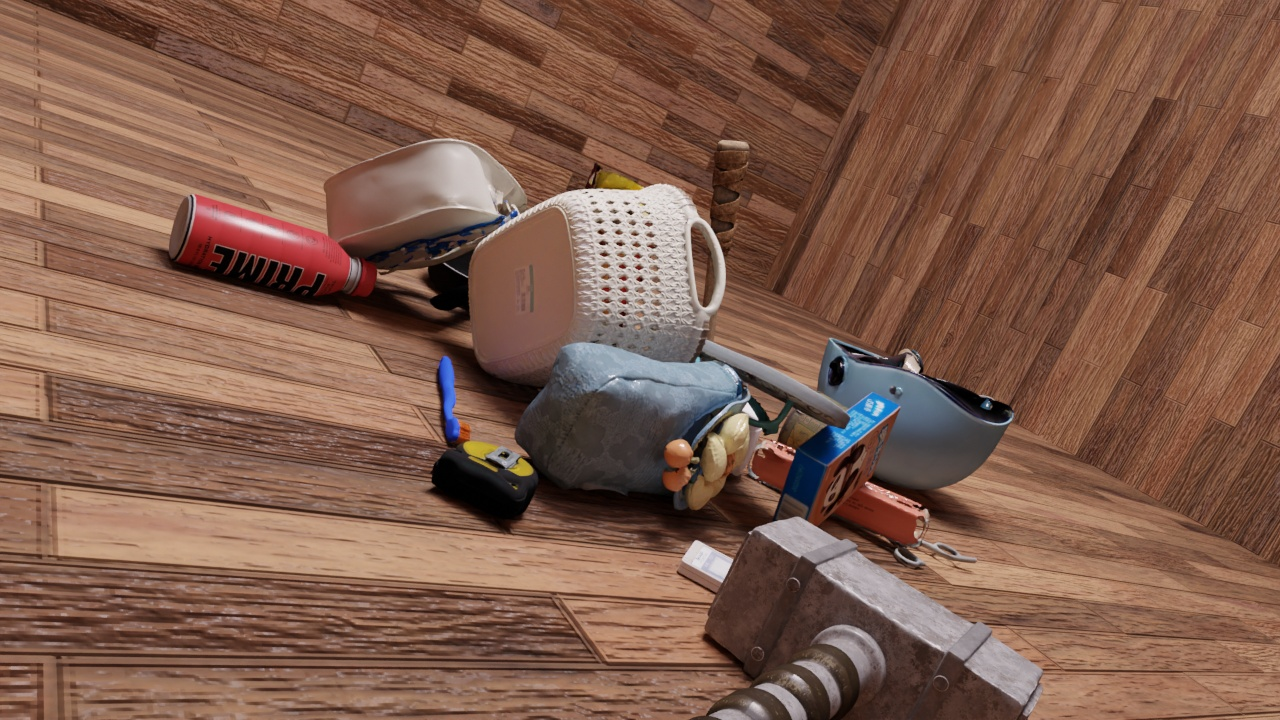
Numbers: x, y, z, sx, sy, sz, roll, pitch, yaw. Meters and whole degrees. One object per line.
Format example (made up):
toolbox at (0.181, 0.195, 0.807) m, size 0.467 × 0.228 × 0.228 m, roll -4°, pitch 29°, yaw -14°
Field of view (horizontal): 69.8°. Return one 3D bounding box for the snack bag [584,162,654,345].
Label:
snack bag at (-0.045, -0.096, 0.999) m, size 0.066 × 0.208 × 0.139 m, roll -14°, pitch 51°, yaw -38°

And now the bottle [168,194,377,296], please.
bottle at (-0.331, -0.097, 0.844) m, size 0.176 × 0.062 × 0.062 m, roll 16°, pitch 14°, yaw -38°

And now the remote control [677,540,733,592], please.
remote control at (0.092, 0.167, 0.638) m, size 0.136 × 0.011 × 0.050 m, roll 27°, pitch 11°, yaw 11°

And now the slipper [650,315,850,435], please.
slipper at (0.090, 0.024, 0.846) m, size 0.098 × 0.055 × 0.269 m, roll 29°, pitch 1°, yaw -36°

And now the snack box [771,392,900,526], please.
snack box at (0.181, 0.094, 0.842) m, size 0.034 × 0.087 × 0.150 m, roll 31°, pitch 35°, yaw 27°

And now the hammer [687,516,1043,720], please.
hammer at (0.074, 0.164, 0.437) m, size 0.177 × 0.079 × 0.325 m, roll 31°, pitch 13°, yaw 29°

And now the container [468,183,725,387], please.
container at (-0.055, -0.062, 0.858) m, size 0.142 × 0.184 × 0.247 m, roll 1°, pitch -11°, yaw -38°

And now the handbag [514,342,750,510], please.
handbag at (0.009, 0.057, 0.709) m, size 0.191 × 0.122 × 0.118 m, roll 13°, pitch 27°, yaw -45°

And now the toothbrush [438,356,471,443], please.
toothbrush at (-0.154, 0.029, 0.751) m, size 0.018 × 0.016 × 0.182 m, roll 26°, pitch 10°, yaw -21°

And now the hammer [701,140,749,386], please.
hammer at (0.088, -0.101, 1.102) m, size 0.121 × 0.319 × 0.049 m, roll -1°, pitch 21°, yaw -21°

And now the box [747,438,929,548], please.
box at (0.199, 0.130, 0.923) m, size 0.187 × 0.059 × 0.056 m, roll 25°, pitch -13°, yaw 16°

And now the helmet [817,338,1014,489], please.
helmet at (0.329, 0.068, 1.190) m, size 0.225 × 0.167 × 0.265 m, roll 21°, pitch 13°, yaw -29°

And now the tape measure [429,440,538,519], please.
tape measure at (-0.098, 0.076, 0.604) m, size 0.062 × 0.034 × 0.061 m, roll 26°, pitch 9°, yaw 5°

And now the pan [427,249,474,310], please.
pan at (-0.185, -0.079, 1.106) m, size 0.204 × 0.044 × 0.355 m, roll 23°, pitch 14°, yaw 3°

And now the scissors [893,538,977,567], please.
scissors at (0.269, 0.180, 0.942) m, size 0.175 × 0.014 × 0.141 m, roll 20°, pitch 15°, yaw -10°

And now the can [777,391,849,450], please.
can at (0.212, 0.091, 1.037) m, size 0.074 × 0.090 × 0.089 m, roll 33°, pitch 14°, yaw 35°

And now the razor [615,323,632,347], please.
razor at (-0.060, -0.028, 1.162) m, size 0.088 × 0.047 × 0.116 m, roll 27°, pitch 19°, yaw 15°

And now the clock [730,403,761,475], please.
clock at (0.058, 0.053, 0.911) m, size 0.125 × 0.073 × 0.160 m, roll 20°, pitch 12°, yaw 5°

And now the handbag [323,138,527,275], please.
handbag at (-0.213, -0.138, 0.956) m, size 0.201 × 0.093 × 0.199 m, roll -14°, pitch -13°, yaw 22°
